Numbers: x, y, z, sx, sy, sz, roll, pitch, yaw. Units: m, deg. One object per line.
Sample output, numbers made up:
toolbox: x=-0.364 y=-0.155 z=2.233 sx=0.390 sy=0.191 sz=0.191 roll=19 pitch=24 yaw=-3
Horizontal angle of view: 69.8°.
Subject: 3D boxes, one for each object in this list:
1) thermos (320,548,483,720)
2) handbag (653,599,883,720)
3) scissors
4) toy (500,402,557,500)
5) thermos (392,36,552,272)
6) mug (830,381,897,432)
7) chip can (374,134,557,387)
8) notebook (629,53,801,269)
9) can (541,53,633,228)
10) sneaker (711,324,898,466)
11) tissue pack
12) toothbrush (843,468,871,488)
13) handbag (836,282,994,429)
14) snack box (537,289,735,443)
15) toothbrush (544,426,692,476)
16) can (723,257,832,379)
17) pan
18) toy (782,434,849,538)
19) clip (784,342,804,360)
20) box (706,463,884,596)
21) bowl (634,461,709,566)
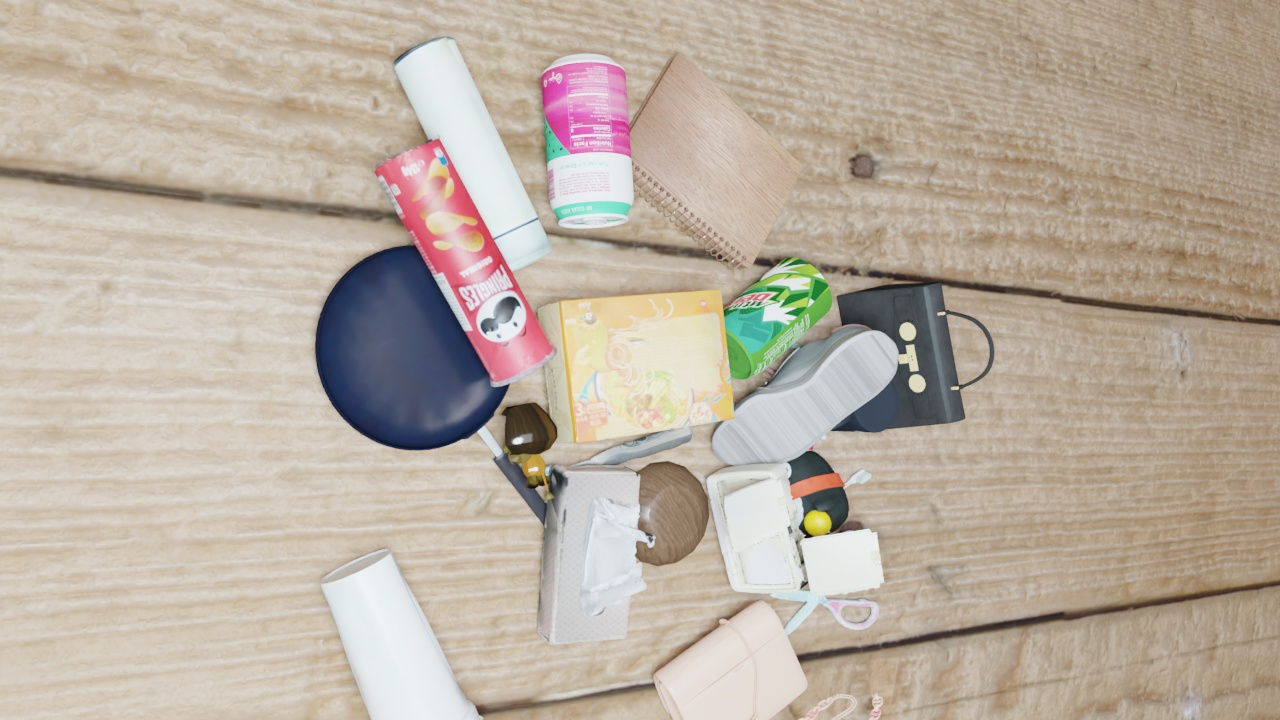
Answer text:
thermos: x=-0.217 y=0.287 z=0.847 sx=0.099 sy=0.099 sz=0.220 roll=-23 pitch=95 yaw=-27
handbag: x=0.134 y=0.353 z=0.979 sx=0.198 sy=0.187 sz=0.116 roll=-29 pitch=109 yaw=-22
scissors: x=0.236 y=0.298 z=1.137 sx=0.172 sy=0.014 sz=0.158 roll=-42 pitch=107 yaw=-24
toy: x=-0.108 y=0.091 z=0.914 sx=0.076 sy=0.063 sz=0.100 roll=-1 pitch=73 yaw=-68
thermos: x=-0.164 y=-0.198 z=0.909 sx=0.067 sy=0.068 sz=0.230 roll=-30 pitch=102 yaw=-27
mug: x=0.248 y=0.059 z=1.116 sx=0.104 sy=0.078 sz=0.071 roll=-28 pitch=101 yaw=-27
chip can: x=-0.165 y=-0.092 z=0.871 sx=0.073 sy=0.073 sz=0.233 roll=-35 pitch=107 yaw=-25
notebook: x=0.079 y=-0.224 z=1.069 sx=0.210 sy=0.022 sz=0.168 roll=36 pitch=71 yaw=-23
can: x=-0.055 y=-0.226 z=0.957 sx=0.088 sy=0.088 sz=0.166 roll=-4 pitch=90 yaw=-29
sneaker: x=0.185 y=0.038 z=1.070 sx=0.236 sy=0.089 sz=0.099 roll=-33 pitch=101 yaw=8
tissue pack: x=-0.045 y=0.200 z=0.947 sx=0.103 sy=0.071 sz=0.181 roll=5 pitch=90 yaw=-26
toothbrush: x=0.217 y=0.184 z=1.129 sx=0.186 sy=0.017 sz=0.012 roll=-30 pitch=110 yaw=-26
handbag: x=0.344 y=-0.008 z=1.104 sx=0.072 sy=0.196 sz=0.176 roll=-14 pitch=94 yaw=-29
snack box: x=-0.006 y=0.006 z=0.978 sx=0.195 sy=0.081 sz=0.145 roll=-6 pitch=90 yaw=-29
toothbrush: x=-0.023 y=0.101 z=0.996 sx=0.185 sy=0.022 sz=0.024 roll=-14 pitch=108 yaw=-29
can: x=0.147 y=-0.049 z=1.063 sx=0.143 sy=0.083 sz=0.083 roll=-40 pitch=106 yaw=-24
pan: x=-0.174 y=0.051 z=0.919 sx=0.198 sy=0.021 sz=0.356 roll=-42 pitch=111 yaw=-25
toy: x=0.189 y=0.152 z=1.075 sx=0.099 sy=0.098 sz=0.119 roll=-1 pitch=65 yaw=-44
clip: x=0.213 y=-0.003 z=1.132 sx=0.076 sy=0.023 sz=0.047 roll=5 pitch=87 yaw=-26
box: x=0.148 y=0.189 z=0.977 sx=0.100 sy=0.195 sz=0.143 roll=-20 pitch=96 yaw=-51
bowl: x=0.032 y=0.171 z=1.020 sx=0.117 sy=0.030 sz=0.118 roll=1 pitch=87 yaw=-29
